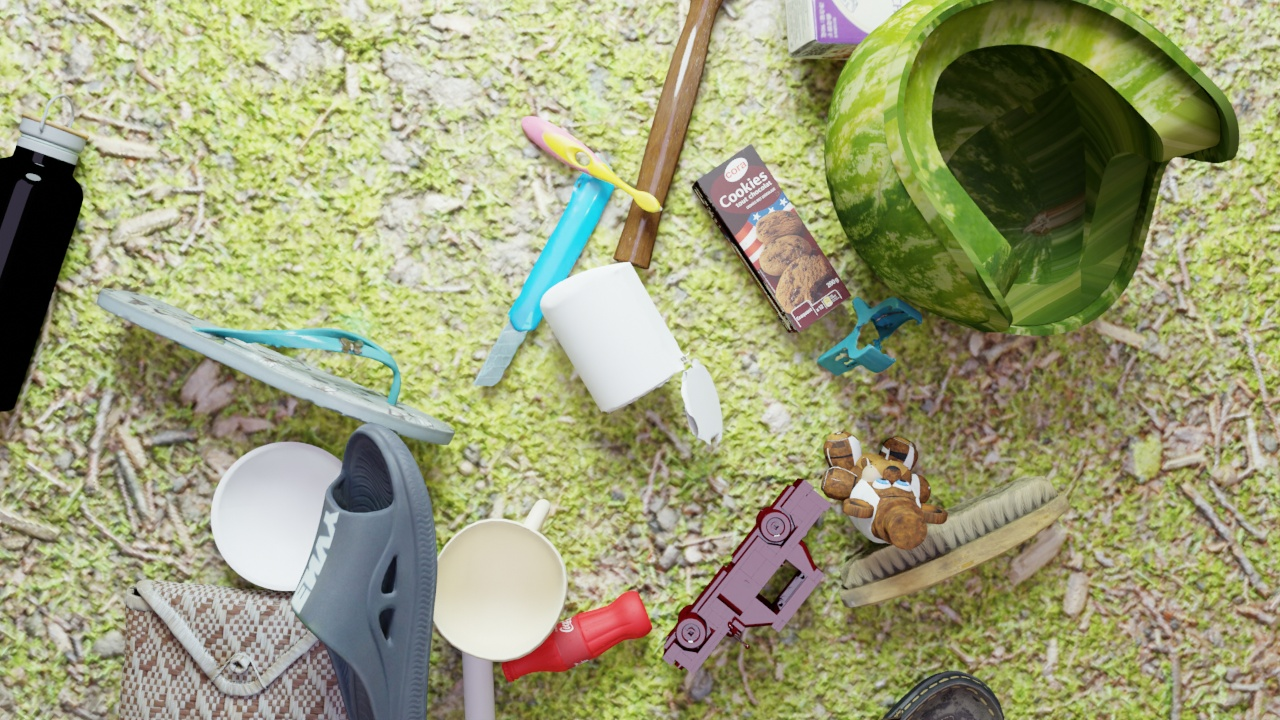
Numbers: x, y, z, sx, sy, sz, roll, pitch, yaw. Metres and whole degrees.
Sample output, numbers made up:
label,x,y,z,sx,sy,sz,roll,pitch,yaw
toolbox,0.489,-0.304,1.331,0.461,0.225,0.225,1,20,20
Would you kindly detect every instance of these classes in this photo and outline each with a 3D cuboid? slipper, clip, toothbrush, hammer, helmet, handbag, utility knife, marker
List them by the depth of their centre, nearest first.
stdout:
label,x,y,z,sx,sy,sz,roll,pitch,yaw
slipper,-0.198,0.172,0.624,0.083,0.111,0.268,-8,107,-36
helmet,0.239,-0.135,0.626,0.213,0.247,0.243,-41,73,8
slipper,-0.257,-0.009,0.663,0.269,0.098,0.055,22,91,-4
clip,0.162,-0.006,0.683,0.028,0.127,0.113,29,79,-5
handbag,-0.298,0.233,0.692,0.186,0.047,0.124,5,92,-5
toothbrush,-0.038,-0.150,0.703,0.135,0.016,0.021,36,102,15
hammer,0.038,-0.229,0.713,0.115,0.033,0.323,16,91,-3
utility knife,-0.074,-0.068,0.715,0.031,0.015,0.205,30,85,-4
slipper,0.178,0.348,0.716,0.268,0.076,0.113,-37,94,-3
marker,-0.127,0.278,0.717,0.027,0.023,0.133,-3,92,-18

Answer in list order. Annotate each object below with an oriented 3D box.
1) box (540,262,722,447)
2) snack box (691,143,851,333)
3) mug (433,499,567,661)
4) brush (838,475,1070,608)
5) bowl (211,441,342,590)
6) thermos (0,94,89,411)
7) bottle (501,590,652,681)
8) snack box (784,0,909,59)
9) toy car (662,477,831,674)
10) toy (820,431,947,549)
label,x,y,z,sx,sy,sz,roll,pitch,yaw
box,-0.001,0.004,0.688,0.092,0.083,0.166,-27,95,14
snack box,0.102,-0.094,0.720,0.051,0.032,0.141,-34,94,-3
mug,-0.098,0.159,0.679,0.096,0.100,0.120,27,74,1
brush,0.244,0.143,0.725,0.195,0.059,0.043,-24,82,-1
bowl,-0.260,0.114,0.694,0.110,0.040,0.110,0,92,-5
thermos,-0.452,-0.082,0.663,0.061,0.061,0.231,19,90,-5
bottle,-0.051,0.219,0.715,0.119,0.036,0.036,-23,93,-3
snack box,0.178,-0.304,0.696,0.147,0.041,0.143,-6,92,-22
toy car,0.090,0.172,0.707,0.062,0.070,0.170,39,88,8
toy,0.184,0.101,0.695,0.087,0.112,0.067,5,103,-5
